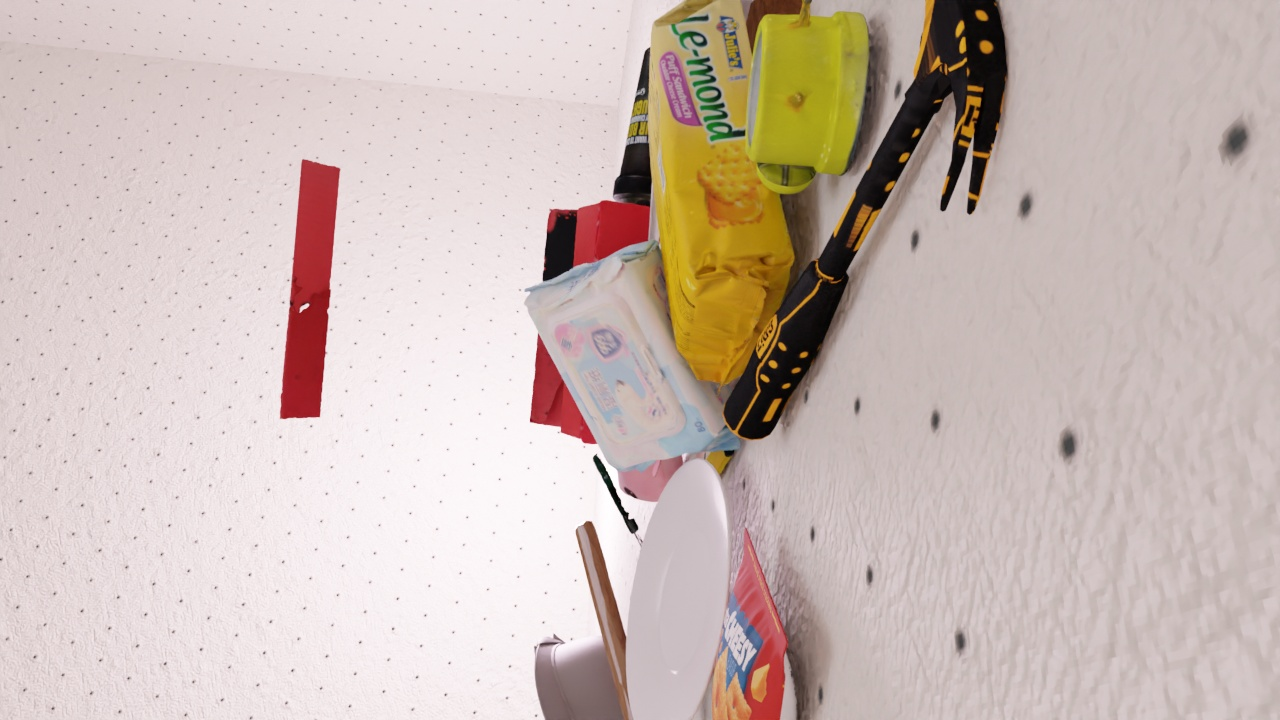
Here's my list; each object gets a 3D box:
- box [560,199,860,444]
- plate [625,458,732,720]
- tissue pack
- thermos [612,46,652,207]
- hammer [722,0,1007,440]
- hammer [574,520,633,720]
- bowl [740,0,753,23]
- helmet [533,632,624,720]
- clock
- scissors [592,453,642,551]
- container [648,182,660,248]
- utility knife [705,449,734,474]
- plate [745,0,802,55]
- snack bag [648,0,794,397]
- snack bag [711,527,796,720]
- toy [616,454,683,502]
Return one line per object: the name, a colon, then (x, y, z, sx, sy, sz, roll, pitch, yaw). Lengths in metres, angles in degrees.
box: (0.096, -0.025, 0.954, 0.477, 0.171, 0.214, 0, -85, -64)
plate: (0.030, 0.177, 0.684, 0.209, 0.015, 0.208, -167, 91, -76)
tissue pack: (-0.004, 0.004, 0.715, 0.182, 0.112, 0.069, 63, -147, -11)
thermos: (0.023, -0.277, 1.156, 0.098, 0.098, 0.220, 149, 129, -84)
hammer: (0.095, -0.042, 0.460, 0.321, 0.036, 0.123, 107, 166, -56)
hammer: (-0.010, 0.279, 0.778, 0.098, 0.052, 0.328, 99, 158, -45)
bowl: (0.074, -0.259, 0.773, 0.115, 0.050, 0.114, -177, 92, -85)
helmet: (-0.018, 0.350, 0.941, 0.183, 0.117, 0.271, 64, 179, 2)
clock: (0.087, -0.138, 0.495, 0.119, 0.057, 0.083, 87, -174, -80)
scissors: (0.005, 0.205, 0.977, 0.202, 0.015, 0.204, 64, 174, -32)
container: (0.052, -0.107, 0.757, 0.050, 0.080, 0.129, 146, 130, -69)
utility knife: (0.055, 0.111, 0.828, 0.225, 0.019, 0.030, 114, 167, -61)
plate: (0.092, -0.215, 0.672, 0.131, 0.025, 0.131, -177, 92, -85)
snack bag: (0.047, -0.115, 0.633, 0.160, 0.068, 0.247, 96, 168, -67)
snack bag: (0.064, 0.191, 0.530, 0.130, 0.039, 0.144, -100, 16, -75)
toy: (0.013, 0.050, 0.965, 0.190, 0.087, 0.238, -127, 35, -59)
